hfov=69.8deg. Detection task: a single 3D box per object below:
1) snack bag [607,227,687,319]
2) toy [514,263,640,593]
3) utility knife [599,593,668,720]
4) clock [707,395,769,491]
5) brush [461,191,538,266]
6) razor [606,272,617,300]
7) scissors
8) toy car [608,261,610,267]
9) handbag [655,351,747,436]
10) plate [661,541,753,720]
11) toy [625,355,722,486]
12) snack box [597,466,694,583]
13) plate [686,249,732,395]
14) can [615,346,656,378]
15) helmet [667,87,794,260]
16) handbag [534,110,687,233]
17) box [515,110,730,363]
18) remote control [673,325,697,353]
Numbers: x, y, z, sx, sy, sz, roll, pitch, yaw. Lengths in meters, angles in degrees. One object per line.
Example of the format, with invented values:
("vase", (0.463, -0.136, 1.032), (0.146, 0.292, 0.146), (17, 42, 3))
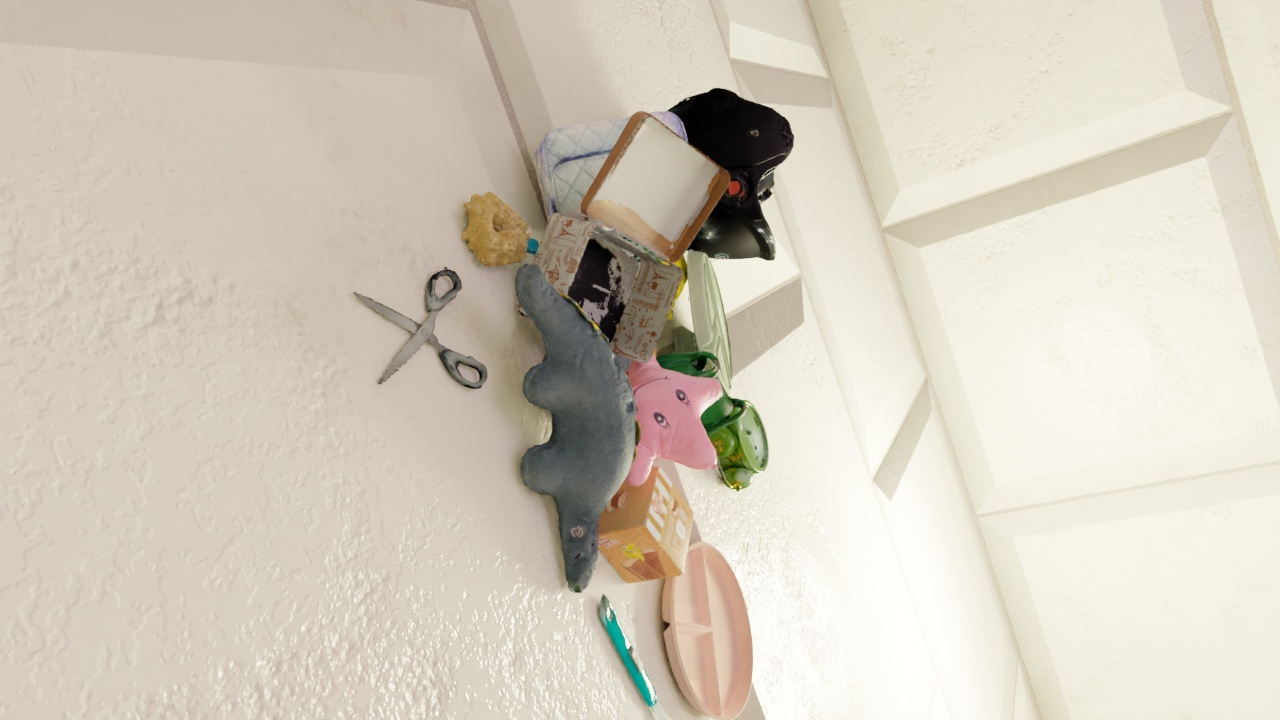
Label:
("snack bag", (-0.001, -0.186, 1.277), (0.157, 0.068, 0.246), (-64, 131, -70))
("toy", (-0.064, 0.069, 0.985), (0.137, 0.092, 0.356), (-16, 105, -47))
("utility knife", (-0.005, 0.352, 1.053), (0.193, 0.013, 0.029), (65, 28, -16))
("clock", (0.147, 0.131, 1.415), (0.116, 0.056, 0.160), (62, 29, -20))
("brush", (-0.124, -0.128, 1.085), (0.254, 0.046, 0.083), (21, 53, -61))
("razor", (-0.020, -0.052, 1.186), (0.042, 0.022, 0.142), (-12, 70, -43))
("scissors", (-0.209, -0.032, 0.891), (0.177, 0.014, 0.159), (36, 45, -49))
("toy car", (-0.062, -0.149, 1.213), (0.105, 0.031, 0.048), (56, 30, -26))
("handbag", (0.070, 0.049, 1.248), (0.131, 0.120, 0.067), (56, 30, -37))
("plate", (0.089, 0.356, 1.211), (0.229, 0.028, 0.229), (40, 41, -46))
("toy", (0.029, 0.069, 1.097), (0.178, 0.075, 0.194), (39, 53, 18))
("snack box", (0.004, 0.195, 1.088), (0.094, 0.077, 0.092), (56, 32, -31))
("plate", (0.105, -0.052, 1.353), (0.230, 0.027, 0.230), (-8, 89, -78))
("can", (-0.007, 0.007, 1.201), (0.053, 0.053, 0.134), (45, 38, -42))
("helmet", (0.113, -0.270, 1.394), (0.233, 0.230, 0.274), (49, 27, -85))
("handbag", (-0.030, -0.232, 1.149), (0.075, 0.193, 0.134), (-171, -113, -76))
("box", (-0.015, -0.142, 1.075), (0.177, 0.088, 0.262), (21, 92, -49))
("remote control", (0.097, -0.006, 1.438), (0.150, 0.021, 0.058), (27, 52, -54))
